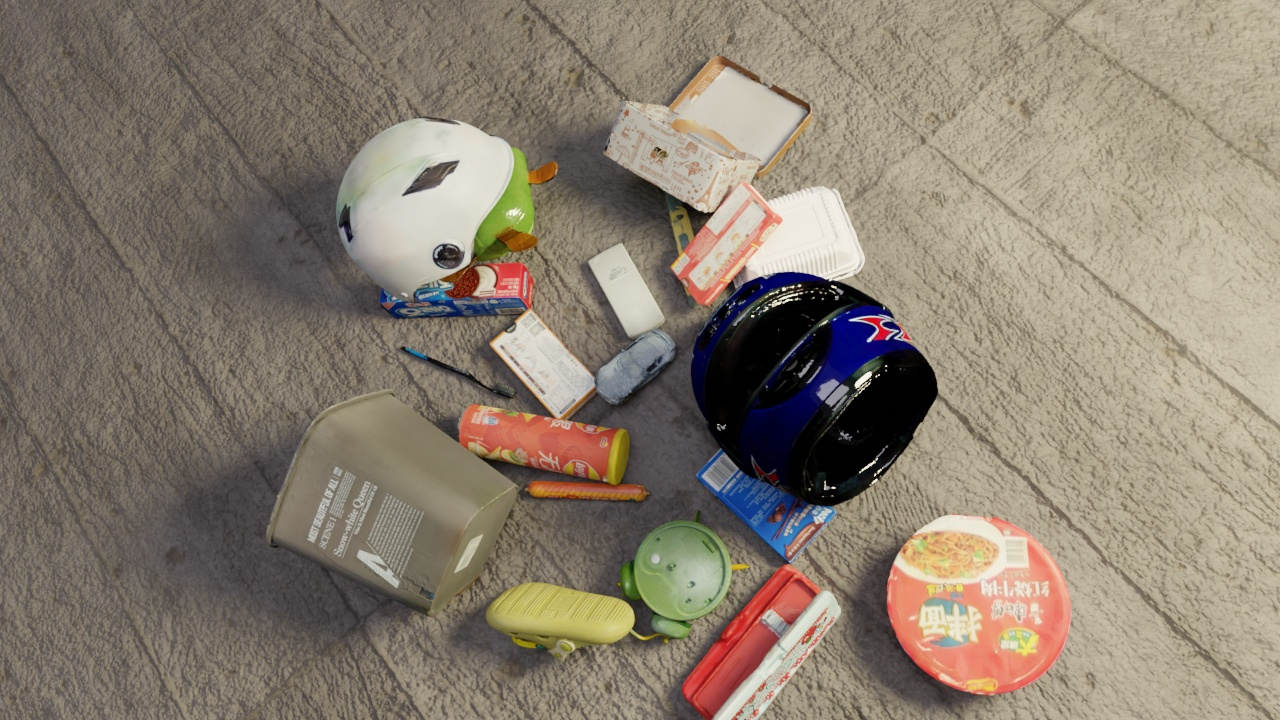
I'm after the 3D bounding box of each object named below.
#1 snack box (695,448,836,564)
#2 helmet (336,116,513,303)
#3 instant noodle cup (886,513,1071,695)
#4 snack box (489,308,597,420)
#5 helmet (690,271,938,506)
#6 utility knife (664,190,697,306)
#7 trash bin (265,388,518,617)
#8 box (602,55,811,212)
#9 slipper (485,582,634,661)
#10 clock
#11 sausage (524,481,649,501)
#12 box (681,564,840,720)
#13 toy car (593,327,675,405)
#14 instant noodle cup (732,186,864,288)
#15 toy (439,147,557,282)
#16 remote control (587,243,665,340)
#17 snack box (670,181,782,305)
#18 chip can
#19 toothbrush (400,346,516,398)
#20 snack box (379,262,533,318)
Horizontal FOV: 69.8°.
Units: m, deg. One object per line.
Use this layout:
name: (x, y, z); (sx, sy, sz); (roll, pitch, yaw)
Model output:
snack box: (0.153, 0.166, 1.131); (0.157, 0.026, 0.084); (42, 84, 20)
helmet: (-0.301, -0.219, 1.194); (0.259, 0.145, 0.228); (-34, 46, 29)
instant noodle cup: (0.375, 0.273, 1.034); (0.194, 0.066, 0.193); (-3, 73, 10)
snack box: (-0.128, 0.007, 1.237); (0.075, 0.026, 0.153); (-42, 70, -5)
helmet: (0.173, 0.017, 1.023); (0.240, 0.315, 0.247); (42, 95, 29)
utility knife: (0.060, -0.165, 1.266); (0.031, 0.020, 0.195); (-13, 66, 3)
trash bin: (-0.291, 0.177, 1.115); (0.220, 0.198, 0.199); (29, 105, 11)
box: (0.094, -0.306, 1.262); (0.179, 0.131, 0.271); (35, 53, 19)
slipper: (-0.096, 0.321, 1.094); (0.191, 0.091, 0.081); (0, 102, 24)
clock: (0.041, 0.266, 1.104); (0.161, 0.056, 0.116); (-41, 69, -4)
sausage: (-0.069, 0.167, 1.176); (0.165, 0.021, 0.021); (1, 72, 11)
box: (0.137, 0.330, 1.042); (0.095, 0.101, 0.201); (40, 83, 19)
toy car: (-0.007, 0.007, 1.199); (0.120, 0.037, 0.054); (-40, 70, -19)
instant noodle cup: (0.196, -0.161, 1.213); (0.173, 0.060, 0.138); (-18, 70, 6)
toy: (-0.200, -0.211, 1.267); (0.227, 0.090, 0.246); (-23, 48, 27)
remote control: (-0.019, -0.094, 1.252); (0.056, 0.019, 0.135); (-29, 69, 0)
snack box: (0.109, -0.150, 1.190); (0.153, 0.025, 0.075); (-50, 57, 23)
chip can: (-0.125, 0.106, 1.181); (0.217, 0.073, 0.073); (9, 74, 15)
toothbrush: (-0.253, 0.013, 1.266); (0.189, 0.014, 0.016); (22, 76, 18)
snack box: (-0.257, -0.096, 1.279); (0.208, 0.057, 0.058); (-2, 69, 11)
